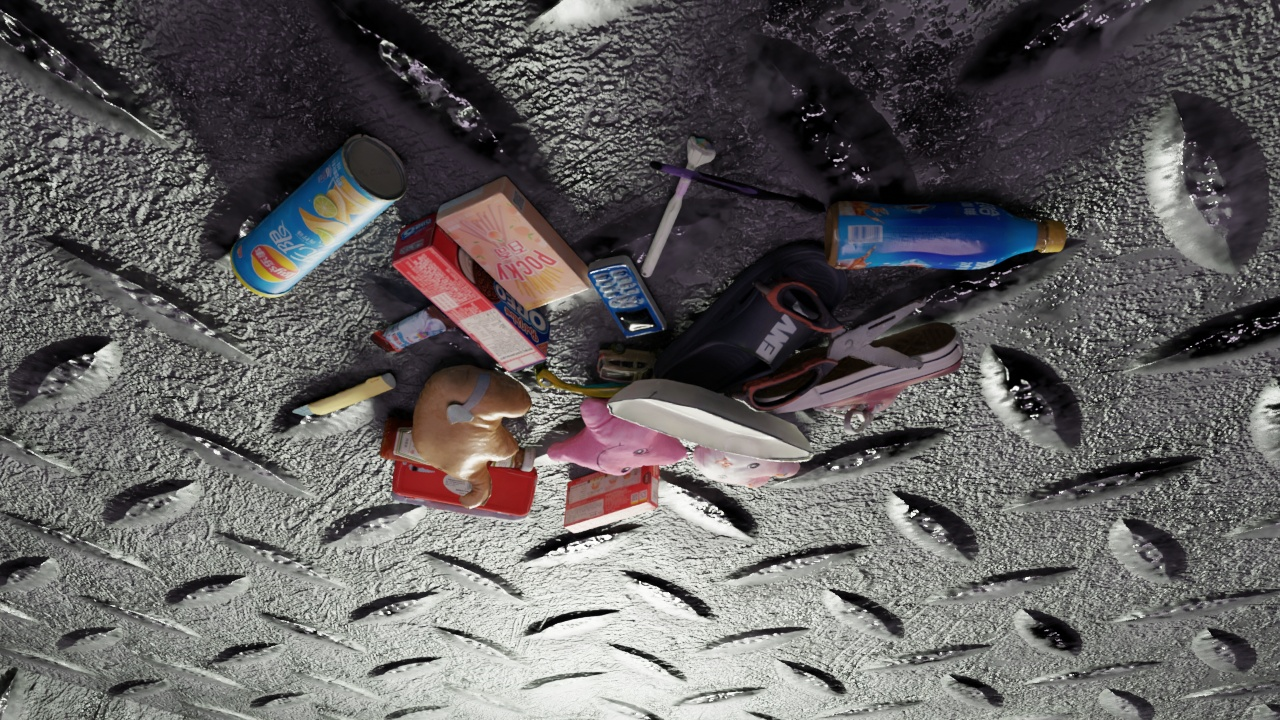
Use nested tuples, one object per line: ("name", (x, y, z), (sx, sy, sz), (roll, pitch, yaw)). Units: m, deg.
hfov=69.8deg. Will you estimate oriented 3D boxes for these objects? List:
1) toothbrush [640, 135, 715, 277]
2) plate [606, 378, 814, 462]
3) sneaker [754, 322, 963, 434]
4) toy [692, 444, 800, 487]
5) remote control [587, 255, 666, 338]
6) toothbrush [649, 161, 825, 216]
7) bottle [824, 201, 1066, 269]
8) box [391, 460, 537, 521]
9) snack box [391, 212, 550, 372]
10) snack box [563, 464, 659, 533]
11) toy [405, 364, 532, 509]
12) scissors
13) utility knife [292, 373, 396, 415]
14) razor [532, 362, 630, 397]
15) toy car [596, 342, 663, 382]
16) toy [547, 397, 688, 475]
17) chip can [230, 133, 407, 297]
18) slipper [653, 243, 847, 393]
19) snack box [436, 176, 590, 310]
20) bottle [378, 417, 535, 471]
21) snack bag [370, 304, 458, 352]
("toothbrush", (0.031, -0.144, 0.906), (0.029, 0.020, 0.190), (36, 142, 8))
("plate", (0.086, 0.070, 1.067), (0.265, 0.034, 0.162), (21, 163, -32))
("sneaker", (0.250, 0.030, 1.048), (0.241, 0.118, 0.088), (-16, 119, 16))
("toy", (0.146, 0.135, 1.237), (0.122, 0.054, 0.159), (-26, 142, 34))
("remote control", (-0.013, -0.069, 1.003), (0.049, 0.024, 0.125), (-10, 142, 18))
("toothbrush", (0.093, -0.161, 0.862), (0.188, 0.014, 0.017), (10, 158, -22))
("bottle", (0.289, -0.120, 0.876), (0.219, 0.065, 0.065), (0, 143, 3))
("box", (-0.251, 0.168, 1.325), (0.201, 0.100, 0.095), (11, 101, -8))
("snack box", (-0.177, -0.069, 0.992), (0.058, 0.057, 0.207), (-19, 137, 23))
("snack box", (-0.042, 0.191, 1.304), (0.153, 0.075, 0.025), (-22, 137, 30))
("toy", (-0.224, 0.097, 1.170), (0.143, 0.082, 0.227), (16, 129, -6))
("scissors", (0.194, -0.014, 0.951), (0.225, 0.015, 0.189), (25, 106, -19))
("utility knife", (-0.386, 0.049, 1.196), (0.179, 0.019, 0.031), (-22, 132, 21))
("razor", (-0.065, 0.028, 1.114), (0.133, 0.028, 0.043), (8, 141, 13))
("toy car", (-0.006, 0.006, 1.093), (0.090, 0.035, 0.042), (5, 145, -6))
("toy", (-0.012, 0.098, 1.181), (0.178, 0.074, 0.195), (14, 142, -22))
("chip can", (-0.319, -0.137, 0.902), (0.211, 0.071, 0.071), (-27, 133, 34))
("slipper", (0.121, -0.017, 1.001), (0.110, 0.083, 0.269), (27, 131, -30))
("snack box", (-0.127, -0.116, 0.949), (0.085, 0.026, 0.157), (-18, 137, 26))
("bottle", (-0.246, 0.120, 1.247), (0.206, 0.059, 0.060), (10, 143, -15))
("snack bag", (-0.264, -0.036, 1.068), (0.105, 0.026, 0.045), (-21, 133, 26))
